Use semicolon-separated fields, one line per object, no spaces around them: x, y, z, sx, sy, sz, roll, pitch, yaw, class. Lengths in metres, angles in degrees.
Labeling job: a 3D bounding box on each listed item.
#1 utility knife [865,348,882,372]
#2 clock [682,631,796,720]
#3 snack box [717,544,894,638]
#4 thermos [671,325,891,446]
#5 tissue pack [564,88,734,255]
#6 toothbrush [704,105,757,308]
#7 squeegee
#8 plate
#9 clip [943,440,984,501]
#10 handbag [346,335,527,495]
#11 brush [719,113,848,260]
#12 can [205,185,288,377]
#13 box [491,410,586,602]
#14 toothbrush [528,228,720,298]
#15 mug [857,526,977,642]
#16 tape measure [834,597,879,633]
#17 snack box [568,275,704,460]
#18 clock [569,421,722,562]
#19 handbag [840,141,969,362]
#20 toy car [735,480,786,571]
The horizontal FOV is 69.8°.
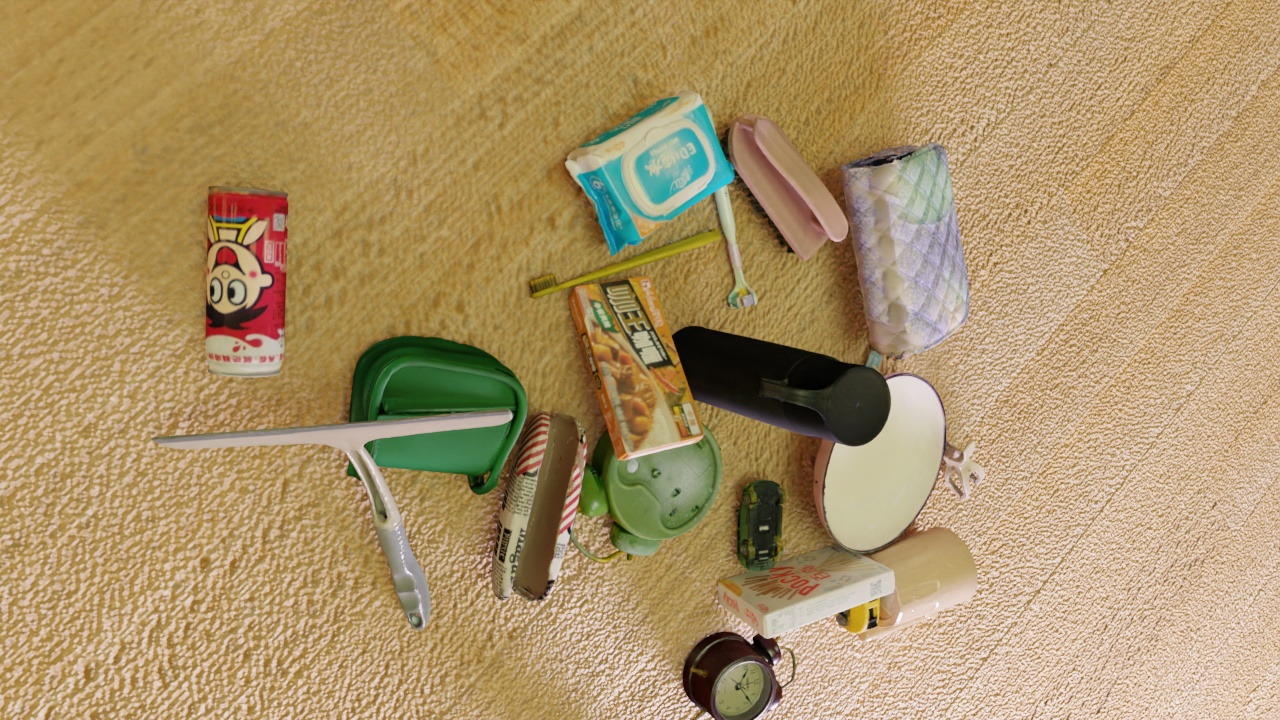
0.224;0.064;0.960;0.031;0.019;0.177;17;86;-34;utility knife
0.100;0.314;0.910;0.121;0.055;0.082;-6;100;-23;clock
0.165;0.226;0.912;0.156;0.085;0.027;-10;103;-25;snack box
0.093;0.013;0.754;0.090;0.243;0.068;15;90;-27;thermos
0.010;-0.163;0.786;0.139;0.063;0.090;-35;112;-18;tissue pack
0.078;-0.140;0.849;0.020;0.029;0.189;-41;121;-63;toothbrush
-0.197;0.124;0.707;0.246;0.039;0.247;-5;130;3;squeegee
0.240;0.102;0.943;0.192;0.039;0.192;-12;111;-35;plate
0.352;0.114;1.018;0.034;0.060;0.097;-45;126;-13;clip
-0.165;0.045;0.734;0.131;0.068;0.120;11;101;-29;handbag
0.132;-0.165;0.843;0.063;0.073;0.145;-46;113;-13;brush
-0.283;-0.056;0.660;0.053;0.053;0.133;1;98;-27;can
-0.101;0.121;0.777;0.077;0.075;0.163;11;95;-35;box
-0.011;-0.089;0.814;0.189;0.016;0.016;-20;100;-23;toothbrush
0.288;0.247;0.990;0.103;0.084;0.125;-12;129;-23;mug
0.222;0.257;0.961;0.028;0.060;0.057;-12;109;-27;tape measure
-0.005;0.005;0.788;0.075;0.026;0.153;-11;74;-24;snack box
0.000;0.112;0.828;0.161;0.056;0.116;-47;114;-13;clock
0.260;-0.111;0.905;0.133;0.076;0.194;-28;110;-45;handbag
0.116;0.161;0.905;0.043;0.036;0.091;0;99;-26;toy car
